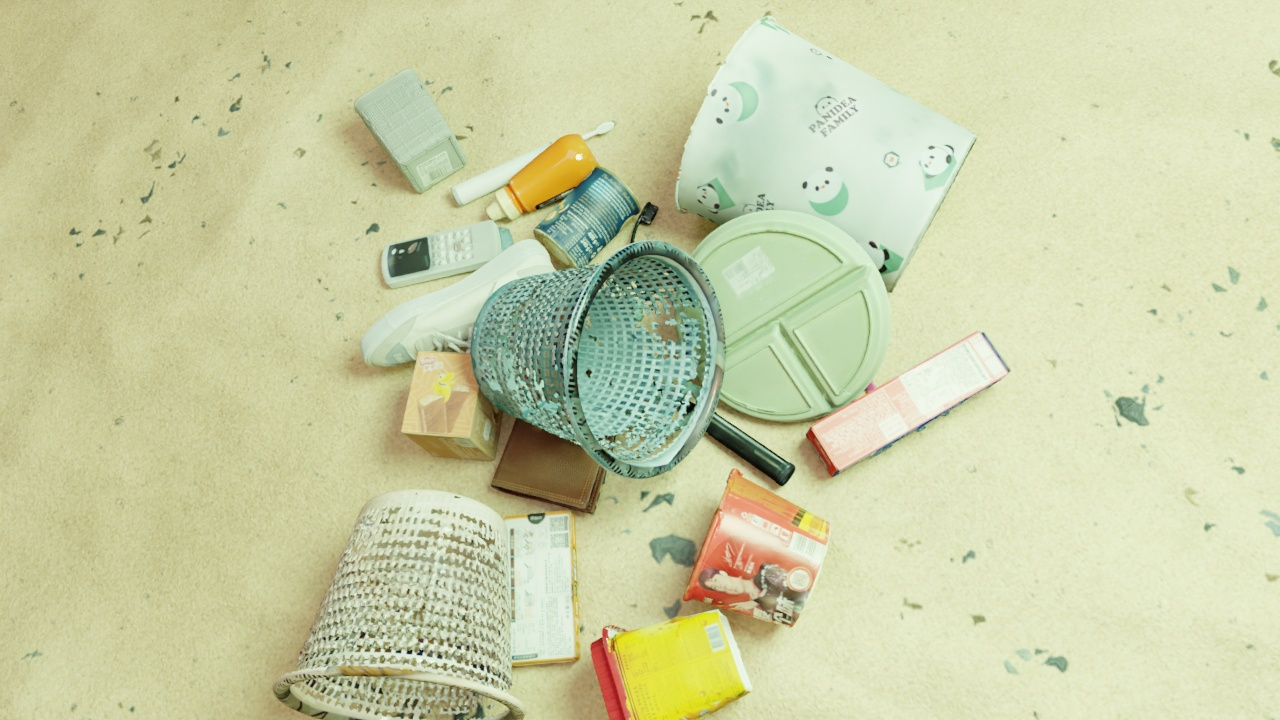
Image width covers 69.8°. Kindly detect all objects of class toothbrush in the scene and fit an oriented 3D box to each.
[{"bbox_3d":[0.075,0.065,0.996,0.213,0.026,0.027,35,71,24],"label":"toothbrush"},{"bbox_3d":[-0.017,-0.114,1.074,0.018,0.014,0.188,19,63,7],"label":"toothbrush"},{"bbox_3d":[-0.134,-0.252,1.154,0.221,0.027,0.026,-25,28,-1],"label":"toothbrush"}]

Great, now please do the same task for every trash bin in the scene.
[{"bbox_3d":[-0.214,0.240,0.886,0.227,0.228,0.191,-3,55,8],"label":"trash bin"},{"bbox_3d":[-0.056,-0.008,0.929,0.195,0.226,0.226,7,67,42],"label":"trash bin"},{"bbox_3d":[0.201,-0.209,0.989,0.252,0.230,0.229,29,75,12],"label":"trash bin"}]

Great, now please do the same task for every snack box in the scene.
[{"bbox_3d":[-0.202,0.051,1.008,0.077,0.093,0.094,3,69,10],"label":"snack box"},{"bbox_3d":[-0.104,0.236,0.956,0.075,0.026,0.153,-7,68,7],"label":"snack box"},{"bbox_3d":[0.275,0.046,0.950,0.207,0.057,0.058,-29,75,-3],"label":"snack box"}]

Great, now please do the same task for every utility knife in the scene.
[{"bbox_3d":[-0.139,-0.071,1.089,0.033,0.015,0.230,-20,66,-1],"label":"utility knife"}]

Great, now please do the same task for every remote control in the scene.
[{"bbox_3d":[-0.244,-0.130,1.122,0.150,0.021,0.058,-12,67,7],"label":"remote control"}]

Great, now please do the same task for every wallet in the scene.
[{"bbox_3d":[-0.093,0.105,0.999,0.125,0.032,0.101,9,69,22],"label":"wallet"}]

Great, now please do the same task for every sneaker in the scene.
[{"bbox_3d":[-0.198,-0.040,1.045,0.242,0.089,0.090,-29,70,-1],"label":"sneaker"}]

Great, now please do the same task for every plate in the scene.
[{"bbox_3d":[0.140,-0.040,0.949,0.230,0.027,0.230,7,111,20],"label":"plate"}]

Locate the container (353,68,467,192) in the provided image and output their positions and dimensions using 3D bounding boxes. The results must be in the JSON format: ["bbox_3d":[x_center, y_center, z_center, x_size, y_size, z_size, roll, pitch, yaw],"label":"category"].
[{"bbox_3d":[-0.286,-0.286,1.160,0.090,0.090,0.114,-34,70,-5],"label":"container"}]

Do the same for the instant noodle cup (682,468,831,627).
[{"bbox_3d":[0.114,0.188,0.886,0.108,0.138,0.137,21,73,7],"label":"instant noodle cup"}]

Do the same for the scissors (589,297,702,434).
[{"bbox_3d":[-0.002,0.009,1.019,0.175,0.019,0.169,3,75,23],"label":"scissors"}]

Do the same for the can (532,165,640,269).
[{"bbox_3d":[-0.064,-0.164,1.082,0.075,0.075,0.111,39,79,21],"label":"can"}]

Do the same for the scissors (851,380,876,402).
[{"bbox_3d":[0.205,0.001,1.007,0.133,0.017,0.136,-43,70,-4],"label":"scissors"}]

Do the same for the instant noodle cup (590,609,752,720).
[{"bbox_3d":[0.032,0.293,0.859,0.124,0.116,0.116,-22,66,4],"label":"instant noodle cup"}]

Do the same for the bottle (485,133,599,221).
[{"bbox_3d":[-0.124,-0.216,1.123,0.149,0.067,0.066,-31,67,4],"label":"bottle"}]
